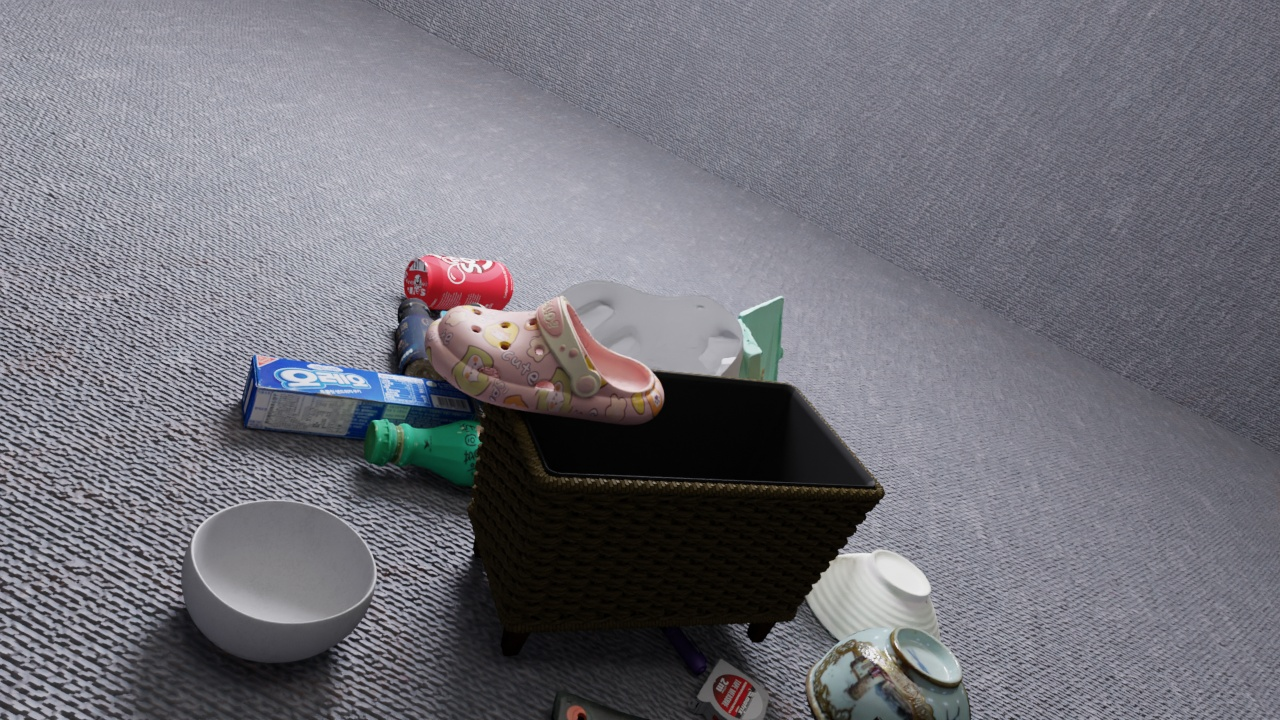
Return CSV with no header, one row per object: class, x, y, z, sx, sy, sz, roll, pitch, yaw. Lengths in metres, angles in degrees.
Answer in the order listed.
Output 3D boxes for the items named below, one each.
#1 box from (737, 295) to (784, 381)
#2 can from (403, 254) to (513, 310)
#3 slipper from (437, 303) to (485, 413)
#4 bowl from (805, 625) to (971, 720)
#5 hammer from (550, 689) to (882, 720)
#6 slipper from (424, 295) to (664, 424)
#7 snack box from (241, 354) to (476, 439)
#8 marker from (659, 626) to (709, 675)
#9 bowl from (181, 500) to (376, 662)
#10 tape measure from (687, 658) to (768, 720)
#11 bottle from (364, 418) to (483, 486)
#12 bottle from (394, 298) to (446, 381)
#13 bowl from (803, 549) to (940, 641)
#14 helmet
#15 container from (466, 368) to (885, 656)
box,0.151,0.024,1.146,0.109,0.188,0.078,-27,49,-26
can,-0.251,-0.105,1.277,0.142,0.075,0.074,1,33,-45
slipper,-0.182,-0.006,1.047,0.118,0.060,0.295,64,-8,-19
bowl,0.251,0.313,0.877,0.160,0.094,0.159,21,23,-10
hammer,0.086,0.327,0.740,0.333,0.033,0.132,18,40,-11
slipper,-0.067,-0.007,0.720,0.197,0.082,0.093,16,28,-14
snack box,-0.285,0.046,0.943,0.226,0.060,0.059,10,32,-33
marker,0.023,0.247,0.880,0.134,0.018,0.015,47,-12,40
bowl,-0.270,0.170,0.681,0.132,0.064,0.131,22,23,-10
tape measure,0.080,0.304,0.814,0.062,0.020,0.060,31,29,14
bottle,-0.174,0.095,0.938,0.209,0.068,0.068,11,27,-31
bottle,-0.267,-0.022,1.106,0.056,0.056,0.160,14,26,-27
bowl,0.278,0.265,1.038,0.177,0.071,0.177,22,23,-10
helmet,-0.006,0.007,1.077,0.283,0.184,0.223,-5,37,42
container,0.011,0.138,0.823,0.320,0.205,0.176,6,30,-27
